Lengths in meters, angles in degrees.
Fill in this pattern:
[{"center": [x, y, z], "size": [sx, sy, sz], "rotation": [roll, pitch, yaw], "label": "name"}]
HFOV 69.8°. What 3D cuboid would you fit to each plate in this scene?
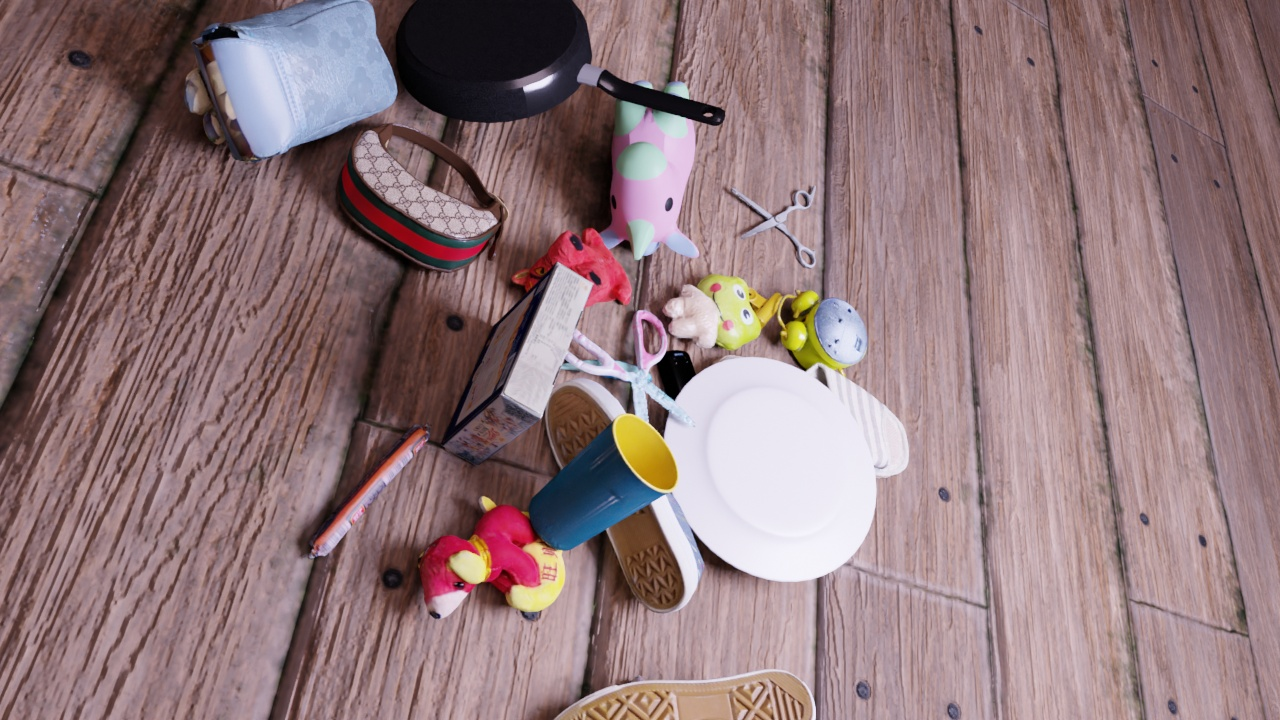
[{"center": [0.139, 0.104, 0.941], "size": [0.242, 0.016, 0.242], "rotation": [9, 63, -17], "label": "plate"}]

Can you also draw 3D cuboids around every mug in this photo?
[{"center": [-0.037, 0.110, 0.795], "size": [0.078, 0.122, 0.078], "rotation": [38, 29, -25], "label": "mug"}]

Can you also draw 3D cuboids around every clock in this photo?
[{"center": [0.208, -0.035, 1.068], "size": [0.119, 0.057, 0.083], "rotation": [35, 57, -18], "label": "clock"}]

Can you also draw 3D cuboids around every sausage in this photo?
[{"center": [-0.228, 0.106, 0.777], "size": [0.020, 0.020, 0.154], "rotation": [42, 54, -8], "label": "sausage"}]

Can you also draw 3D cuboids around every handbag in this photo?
[{"center": [-0.324, -0.262, 0.837], "size": [0.191, 0.119, 0.122], "rotation": [-50, 137, -45], "label": "handbag"}, {"center": [-0.204, -0.163, 0.893], "size": [0.166, 0.063, 0.138], "rotation": [32, 46, -14], "label": "handbag"}]

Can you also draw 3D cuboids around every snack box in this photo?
[{"center": [-0.110, 0.005, 0.813], "size": [0.042, 0.145, 0.144], "rotation": [30, 56, -18], "label": "snack box"}]

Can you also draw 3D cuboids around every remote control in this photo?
[{"center": [0.056, 0.056, 0.957], "size": [0.041, 0.020, 0.151], "rotation": [-4, 64, -32], "label": "remote control"}]

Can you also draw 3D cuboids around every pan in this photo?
[{"center": [-0.082, -0.307, 0.940], "size": [0.356, 0.044, 0.203], "rotation": [19, 59, 11], "label": "pan"}]

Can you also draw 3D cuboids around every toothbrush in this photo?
[{"center": [-0.046, 0.008, 0.929], "size": [0.135, 0.017, 0.022], "rotation": [8, 53, -27], "label": "toothbrush"}]

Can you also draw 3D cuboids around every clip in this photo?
[{"center": [0.138, -0.065, 1.064], "size": [0.054, 0.045, 0.048], "rotation": [-46, 119, -35], "label": "clip"}]

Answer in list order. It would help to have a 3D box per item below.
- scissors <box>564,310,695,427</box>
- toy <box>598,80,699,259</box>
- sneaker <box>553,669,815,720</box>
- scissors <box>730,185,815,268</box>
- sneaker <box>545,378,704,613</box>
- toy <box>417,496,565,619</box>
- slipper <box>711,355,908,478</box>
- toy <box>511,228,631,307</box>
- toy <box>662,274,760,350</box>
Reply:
[{"center": [-0.019, 0.007, 0.925], "size": [0.168, 0.014, 0.170], "rotation": [14, 49, -20], "label": "scissors"}, {"center": [0.013, -0.210, 1.010], "size": [0.120, 0.171, 0.221], "rotation": [4, 26, 7], "label": "toy"}, {"center": [0.029, 0.323, 0.786], "size": [0.241, 0.088, 0.118], "rotation": [-9, 59, -8], "label": "sneaker"}, {"center": [0.179, -0.180, 1.150], "size": [0.141, 0.014, 0.174], "rotation": [49, 52, -6], "label": "scissors"}, {"center": [-0.005, 0.118, 0.868], "size": [0.079, 0.088, 0.235], "rotation": [-13, 71, -59], "label": "sneaker"}, {"center": [-0.124, 0.167, 0.786], "size": [0.137, 0.067, 0.105], "rotation": [1, 60, -39], "label": "toy"}, {"center": [0.196, 0.060, 1.028], "size": [0.272, 0.054, 0.114], "rotation": [20, 55, -20], "label": "slipper"}, {"center": [-0.064, -0.080, 0.941], "size": [0.132, 0.094, 0.088], "rotation": [8, 52, -58], "label": "toy"}, {"center": [0.077, -0.053, 1.013], "size": [0.117, 0.043, 0.092], "rotation": [-8, 73, -31], "label": "toy"}]
